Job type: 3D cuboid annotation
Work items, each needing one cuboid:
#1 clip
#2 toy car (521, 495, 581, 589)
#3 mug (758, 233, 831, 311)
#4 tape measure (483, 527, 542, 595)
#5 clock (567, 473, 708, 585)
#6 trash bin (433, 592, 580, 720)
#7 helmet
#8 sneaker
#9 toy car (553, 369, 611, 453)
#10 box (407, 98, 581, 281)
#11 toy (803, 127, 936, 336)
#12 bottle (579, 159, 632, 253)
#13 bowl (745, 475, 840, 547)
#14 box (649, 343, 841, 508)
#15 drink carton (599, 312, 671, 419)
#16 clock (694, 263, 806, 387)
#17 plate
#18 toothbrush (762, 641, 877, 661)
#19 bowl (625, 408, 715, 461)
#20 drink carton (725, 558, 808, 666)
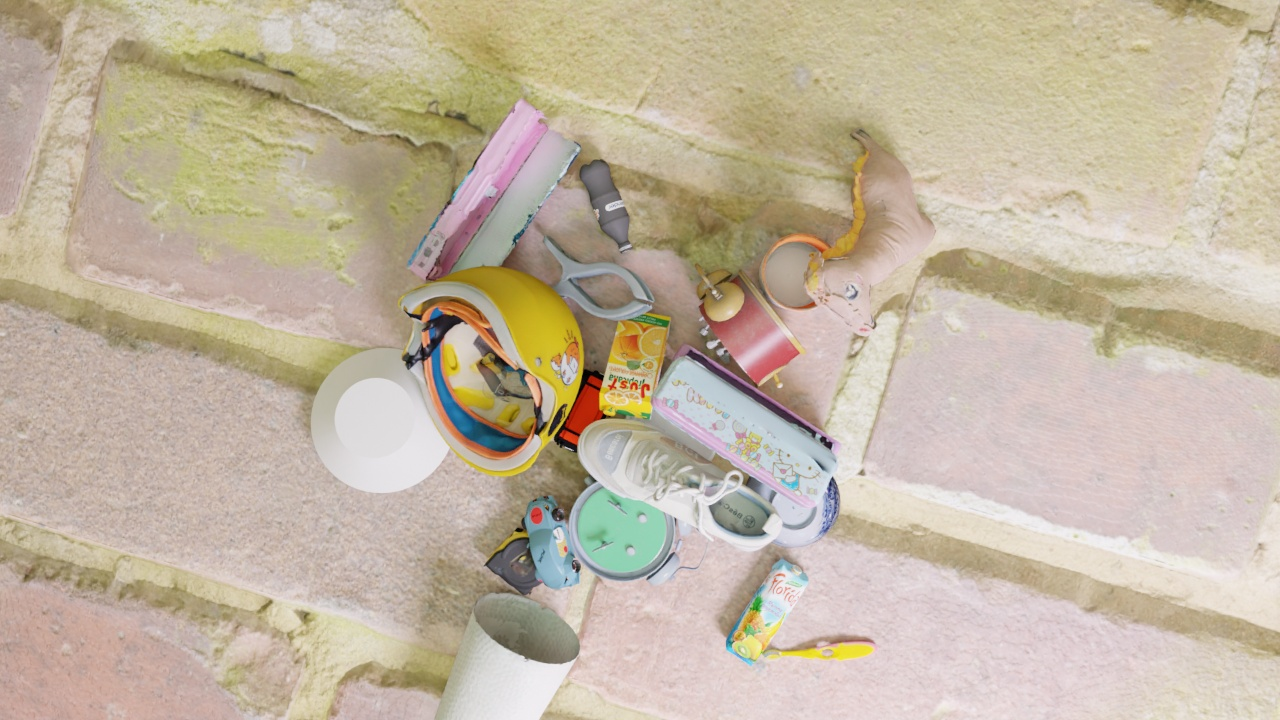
[{"bbox_3d":[-0.062,-0.078,1.051,0.162,0.027,0.090,28,98,27],"label":"clip"},{"bbox_3d":[-0.107,0.211,1.047,0.060,0.027,0.107,-20,85,33],"label":"toy car"},{"bbox_3d":[0.173,-0.096,1.014,0.082,0.105,0.082,0,94,4],"label":"mug"},{"bbox_3d":[-0.138,0.238,1.096,0.071,0.042,0.072,39,93,5],"label":"tape measure"},{"bbox_3d":[-0.001,0.197,1.063,0.161,0.075,0.122,20,95,4],"label":"clock"},{"bbox_3d":[-0.163,0.377,1.068,0.133,0.133,0.161,26,100,3],"label":"trash bin"},{"bbox_3d":[-0.149,-0.001,1.027,0.209,0.139,0.240,24,133,25],"label":"helmet"},{"bbox_3d":[0.046,0.129,0.995,0.242,0.091,0.089,28,75,0],"label":"sneaker"},{"bbox_3d":[-0.062,0.061,1.073,0.051,0.048,0.100,26,95,3],"label":"toy car"},{"bbox_3d":[-0.160,-0.174,1.048,0.090,0.084,0.230,36,96,3],"label":"box"},{"bbox_3d":[0.225,-0.139,0.957,0.196,0.263,0.065,55,136,5],"label":"toy"},{"bbox_3d":[-0.037,-0.177,1.061,0.036,0.036,0.110,-22,92,6],"label":"bottle"},{"bbox_3d":[0.177,0.166,1.061,0.114,0.045,0.114,0,94,5],"label":"bowl"},{"bbox_3d":[0.121,0.063,1.011,0.214,0.139,0.062,33,123,-1],"label":"box"},{"bbox_3d":[-0.006,0.006,1.038,0.058,0.041,0.122,11,60,4],"label":"drink carton"},{"bbox_3d":[0.106,-0.042,1.014,0.081,0.117,0.159,-38,110,9],"label":"clock"},{"bbox_3d":[-0.309,0.069,1.084,0.174,0.036,0.174,0,83,0],"label":"plate"},{"bbox_3d":[0.212,0.346,1.085,0.135,0.016,0.021,-6,89,6],"label":"toothbrush"},{"bbox_3d":[0.035,0.085,1.070,0.110,0.040,0.110,0,93,4],"label":"bowl"},{"bbox_3d":[0.148,0.293,1.075,0.044,0.038,0.129,33,95,2],"label":"drink carton"}]
